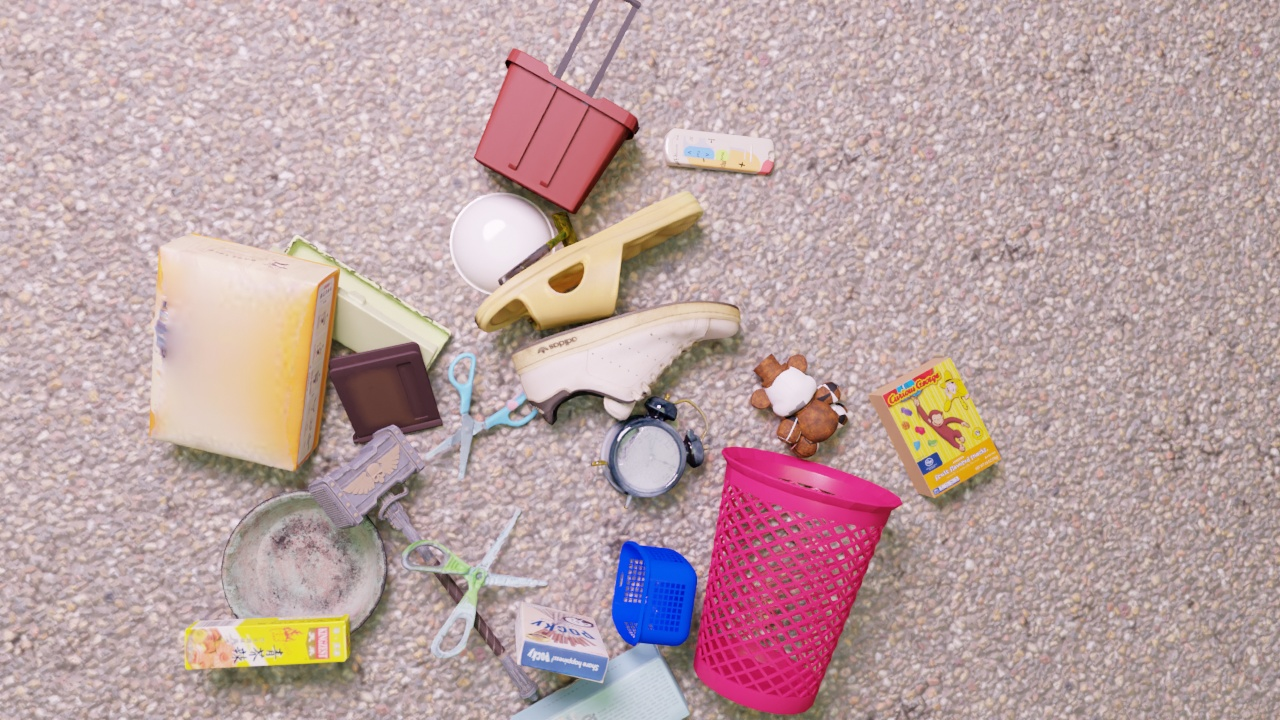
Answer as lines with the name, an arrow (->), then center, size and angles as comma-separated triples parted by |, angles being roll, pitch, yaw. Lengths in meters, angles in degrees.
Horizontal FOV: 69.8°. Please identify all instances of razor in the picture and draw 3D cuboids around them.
razor -> -0.105, -0.107, 0.931 | 0.105, 0.026, 0.042 | -44, 130, -32

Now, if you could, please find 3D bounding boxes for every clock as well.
clock -> 0.015, 0.092, 0.968 | 0.129, 0.052, 0.090 | -39, 94, -11

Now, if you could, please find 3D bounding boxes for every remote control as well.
remote control -> 0.086, -0.227, 0.998 | 0.125, 0.018, 0.038 | 4, 89, -10

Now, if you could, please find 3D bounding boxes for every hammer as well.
hammer -> -0.196, 0.223, 0.927 | 0.098, 0.044, 0.322 | -45, 107, -41

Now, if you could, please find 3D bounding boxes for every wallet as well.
wallet -> -0.253, 0.036, 0.913 | 0.091, 0.018, 0.116 | -12, 135, -8

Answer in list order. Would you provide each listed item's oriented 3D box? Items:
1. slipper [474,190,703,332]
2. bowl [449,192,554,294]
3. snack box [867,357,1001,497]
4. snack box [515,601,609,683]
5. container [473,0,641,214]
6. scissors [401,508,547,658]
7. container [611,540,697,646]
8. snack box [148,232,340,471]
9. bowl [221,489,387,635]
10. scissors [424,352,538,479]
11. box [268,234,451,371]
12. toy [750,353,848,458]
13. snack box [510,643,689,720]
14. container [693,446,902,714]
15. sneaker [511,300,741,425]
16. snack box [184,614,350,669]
slipper -> -0.042, -0.083, 0.937 | 0.263, 0.099, 0.078 | -31, 89, -12
bowl -> -0.143, -0.123, 0.952 | 0.110, 0.040, 0.110 | 0, 89, -8
snack box -> 0.325, 0.073, 1.015 | 0.088, 0.040, 0.126 | -28, 93, -7
snack box -> -0.080, 0.274, 0.902 | 0.082, 0.150, 0.026 | 15, 86, -8
container -> -0.069, -0.263, 0.921 | 0.148, 0.127, 0.201 | 28, 95, -7
scissors -> -0.165, 0.223, 0.921 | 0.171, 0.023, 0.168 | 19, 63, -35
container -> 0.015, 0.238, 0.936 | 0.058, 0.114, 0.096 | 9, 88, -14
snack box -> -0.376, -0.004, 0.861 | 0.145, 0.080, 0.195 | 13, 110, -3
bowl -> -0.334, 0.207, 0.923 | 0.157, 0.038, 0.157 | 0, 89, -8
scissors -> -0.173, 0.049, 0.945 | 0.136, 0.015, 0.126 | -34, 107, -21
box -> -0.290, -0.047, 0.928 | 0.188, 0.089, 0.078 | 32, 105, -9
toy -> 0.168, 0.043, 0.987 | 0.087, 0.067, 0.112 | -43, 86, -6
snack box -> -0.043, 0.369, 0.951 | 0.174, 0.053, 0.075 | -28, 102, -7
container -> 0.142, 0.223, 0.931 | 0.183, 0.183, 0.226 | 14, 95, -8
sneaker -> -0.006, 0.005, 0.945 | 0.241, 0.089, 0.102 | -14, 85, -5
snack box -> -0.357, 0.270, 0.883 | 0.148, 0.029, 0.040 | -1, 90, -8
